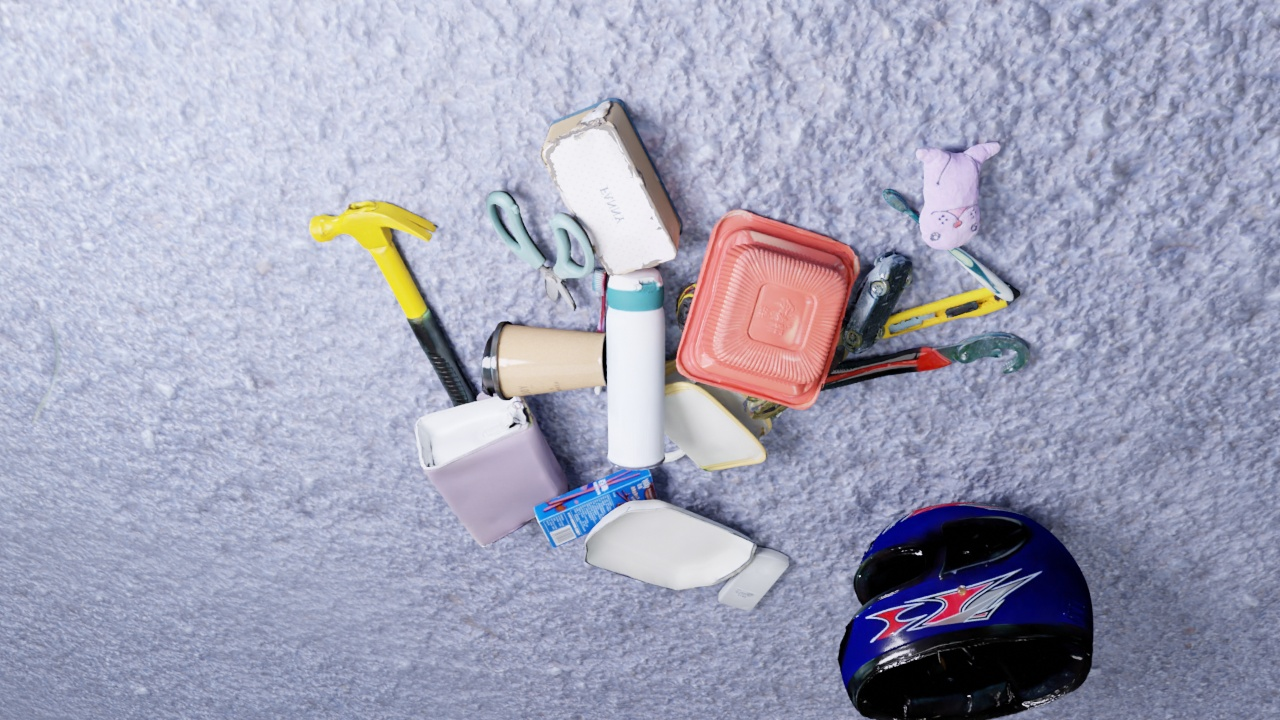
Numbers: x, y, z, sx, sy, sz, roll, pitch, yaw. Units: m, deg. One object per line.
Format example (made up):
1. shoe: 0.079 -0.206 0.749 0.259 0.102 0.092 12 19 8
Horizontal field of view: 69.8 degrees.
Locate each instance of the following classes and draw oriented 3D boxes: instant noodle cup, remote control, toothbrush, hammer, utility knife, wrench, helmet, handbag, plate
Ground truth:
1. instant noodle cup: 0.137 -0.050 0.948 0.164 0.079 0.189 14 96 -7
2. remote control: 0.166 0.322 1.351 0.056 0.019 0.135 19 130 -9
3. toothbrush: -0.050 -0.030 1.076 0.017 0.016 0.188 11 131 8
4. hammer: -0.259 -0.055 1.069 0.129 0.032 0.301 -8 129 15
5. utility knife: 0.328 -0.050 1.011 0.174 0.015 0.033 -18 123 20
6. wrench: 0.306 0.006 1.062 0.274 0.016 0.056 -8 125 13
7. helmet: 0.390 0.303 1.155 0.315 0.240 0.248 -8 130 1
8. handbag: -0.181 0.133 1.161 0.145 0.098 0.197 -18 140 0
9. handbag: 0.054 0.071 1.132 0.179 0.063 0.163 -20 127 41
10. plate: 0.041 0.250 1.255 0.265 0.034 0.162 27 127 -37
11. toothbrush: 0.320 -0.116 0.946 0.191 0.018 0.016 35 115 -16

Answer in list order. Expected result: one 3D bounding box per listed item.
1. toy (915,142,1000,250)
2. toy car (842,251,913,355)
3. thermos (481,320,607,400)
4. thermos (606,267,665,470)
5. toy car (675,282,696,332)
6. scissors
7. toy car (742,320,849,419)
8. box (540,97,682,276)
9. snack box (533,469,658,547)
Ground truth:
1. toy: 0.307 -0.160 0.899 0.084 0.039 0.108 -8 117 -4
2. toy car: 0.251 -0.060 0.986 0.037 0.054 0.121 40 132 32
3. thermos: -0.108 0.001 1.055 0.143 0.092 0.093 0 131 10
4. thermos: -0.006 0.006 1.023 0.073 0.073 0.224 2 109 6
5. toy car: 0.116 -0.047 1.022 0.156 0.041 0.071 8 132 -7
6. scissors: -0.113 -0.119 0.986 0.169 0.019 0.178 32 154 7
7. toy car: 0.181 0.013 1.040 0.158 0.042 0.070 -44 150 22
8. box: -0.023 -0.165 0.927 0.090 0.062 0.184 -14 130 19
9. snack box: -0.056 0.191 1.210 0.157 0.026 0.085 -22 145 -5
